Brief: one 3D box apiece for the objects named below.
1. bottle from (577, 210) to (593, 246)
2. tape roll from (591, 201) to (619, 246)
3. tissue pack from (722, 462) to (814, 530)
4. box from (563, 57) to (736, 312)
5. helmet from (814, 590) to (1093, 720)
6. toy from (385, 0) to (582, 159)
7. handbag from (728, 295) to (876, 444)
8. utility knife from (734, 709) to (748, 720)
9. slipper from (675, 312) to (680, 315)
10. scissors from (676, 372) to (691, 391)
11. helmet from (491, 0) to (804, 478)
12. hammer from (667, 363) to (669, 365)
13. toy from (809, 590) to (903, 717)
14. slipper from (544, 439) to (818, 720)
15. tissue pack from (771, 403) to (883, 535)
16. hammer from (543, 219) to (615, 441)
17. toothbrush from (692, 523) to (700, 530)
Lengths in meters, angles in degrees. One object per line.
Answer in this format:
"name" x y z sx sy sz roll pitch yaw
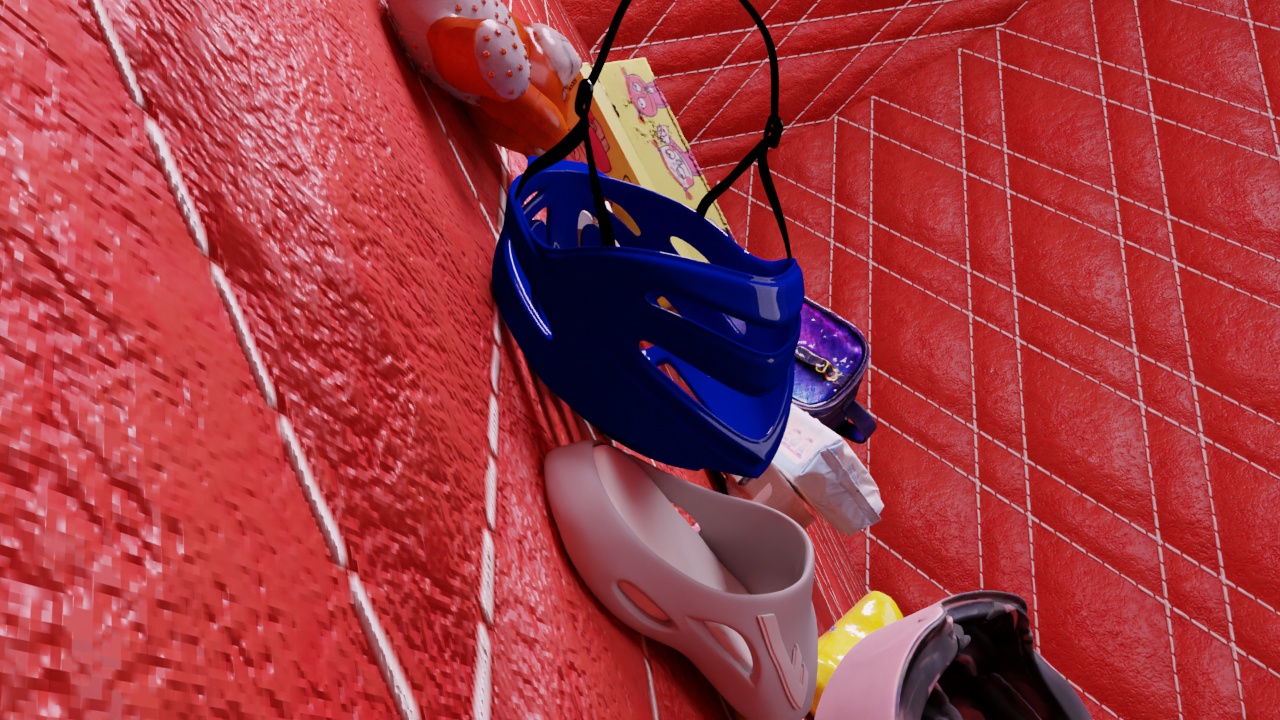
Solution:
"bottle" -0.056 -0.119 0.784 0.030 0.030 0.112 58 10 -29
"tape roll" -0.029 -0.091 0.796 0.093 0.013 0.093 169 -89 -83
"tissue pack" 0.113 0.129 0.943 0.104 0.071 0.181 50 -3 36
"box" -0.005 -0.151 0.847 0.125 0.081 0.221 -34 -102 56
"helmet" 0.217 0.287 0.622 0.255 0.153 0.229 11 55 -40
"toy" -0.095 -0.207 0.622 0.163 0.093 0.172 65 8 22
"handbag" 0.196 0.026 1.144 0.222 0.125 0.205 38 -14 19
"utility knife" 0.062 0.208 0.517 0.030 0.019 0.218 54 6 -16
"slipper" 0.044 -0.105 0.971 0.104 0.059 0.248 96 -26 -49
"scissors" 0.037 -0.034 0.996 0.134 0.016 0.227 56 14 -13
"helmet" 0.018 -0.072 0.473 0.147 0.228 0.241 -2 37 -37
"hammer" 0.079 0.033 1.115 0.320 0.036 0.123 52 14 -41
"toy" 0.214 0.306 0.787 0.194 0.134 0.088 57 -33 0
"slipper" 0.050 0.113 0.490 0.266 0.081 0.112 48 11 -40
"tissue pack" 0.178 0.104 0.995 0.112 0.070 0.182 49 -3 -28
"hammer" -0.004 0.004 0.725 0.169 0.034 0.324 64 7 20
"toothbrush" 0.037 0.123 0.645 0.021 0.016 0.135 63 11 9
